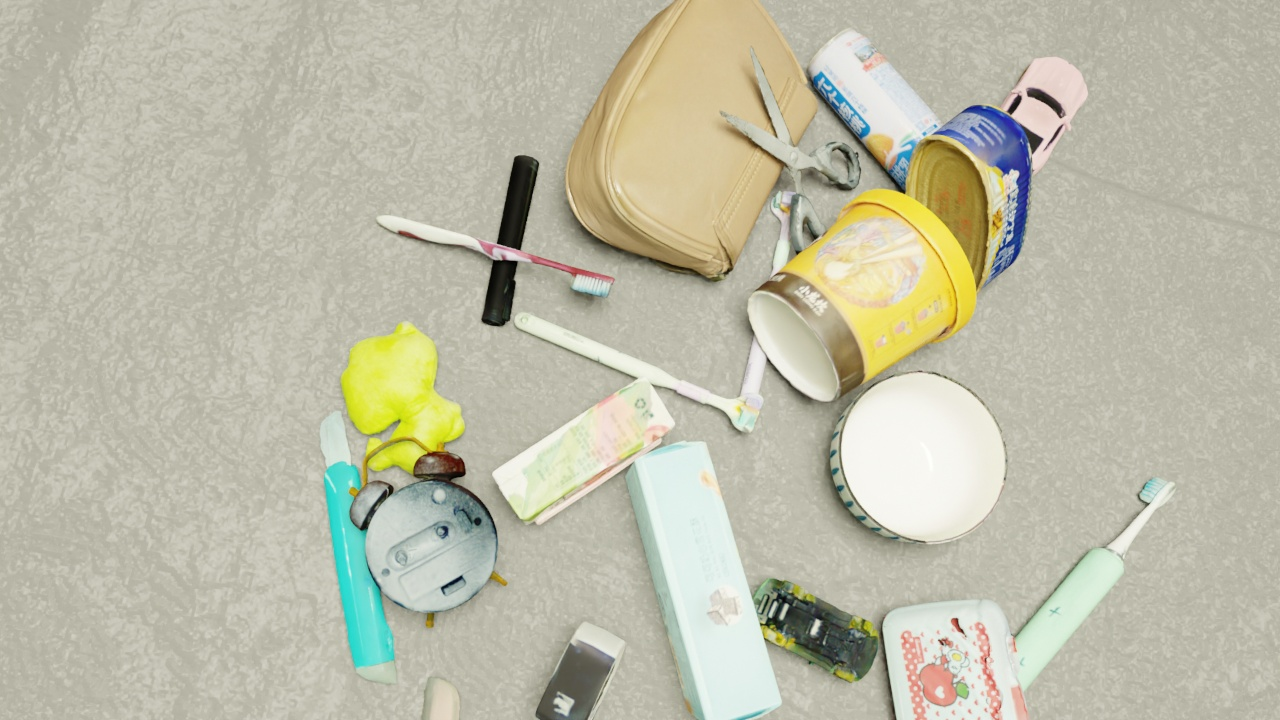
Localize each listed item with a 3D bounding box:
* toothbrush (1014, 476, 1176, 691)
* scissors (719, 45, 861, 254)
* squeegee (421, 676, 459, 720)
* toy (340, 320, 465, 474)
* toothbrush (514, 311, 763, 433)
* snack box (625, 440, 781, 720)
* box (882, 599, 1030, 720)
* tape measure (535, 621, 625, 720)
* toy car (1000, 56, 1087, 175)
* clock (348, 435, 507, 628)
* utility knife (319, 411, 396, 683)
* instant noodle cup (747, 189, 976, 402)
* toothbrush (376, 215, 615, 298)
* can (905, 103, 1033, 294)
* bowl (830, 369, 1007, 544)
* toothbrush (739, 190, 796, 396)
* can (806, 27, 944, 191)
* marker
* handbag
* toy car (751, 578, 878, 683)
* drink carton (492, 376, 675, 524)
[{"bbox_3d":[0.312,0.163,0.650,0.224,0.027,0.026,-42,128,-14],"label":"toothbrush"},{"bbox_3d":[0.114,-0.144,0.664,0.159,0.014,0.178,-29,118,-41],"label":"scissors"},{"bbox_3d":[-0.028,0.336,0.566,0.249,0.040,0.247,6,75,-5],"label":"squeegee"},{"bbox_3d":[-0.168,0.027,0.635,0.100,0.031,0.096,36,77,4],"label":"toy"},{"bbox_3d":[-0.004,0.004,0.658,0.189,0.020,0.029,22,76,6],"label":"toothbrush"},{"bbox_3d":[0.038,0.144,0.603,0.051,0.074,0.174,-14,78,-10],"label":"snack box"},{"bbox_3d":[0.214,0.258,0.590,0.087,0.046,0.201,-14,74,24],"label":"box"},{"bbox_3d":[-0.037,0.203,0.585,0.033,0.066,0.066,24,73,9],"label":"tape measure"},{"bbox_3d":[0.318,-0.198,0.739,0.056,0.037,0.122,35,74,2],"label":"toy car"},{"bbox_3d":[-0.140,0.107,0.598,0.082,0.055,0.122,-28,89,-10],"label":"clock"},{"bbox_3d":[-0.192,0.124,0.617,0.029,0.013,0.186,-11,79,-11],"label":"utility knife"},{"bbox_3d":[0.147,-0.039,0.637,0.114,0.119,0.118,-35,82,-14],"label":"instant noodle cup"},{"bbox_3d":[-0.107,-0.076,0.658,0.188,0.016,0.017,16,87,12],"label":"toothbrush"},{"bbox_3d":[0.234,-0.110,0.657,0.049,0.148,0.074,-37,50,-16],"label":"can"},{"bbox_3d":[0.186,0.070,0.641,0.116,0.066,0.116,1,76,-5],"label":"bowl"},{"bbox_3d":[0.094,-0.039,0.685,0.021,0.029,0.189,25,72,-38],"label":"toothbrush"},{"bbox_3d":[0.190,-0.193,0.716,0.053,0.053,0.134,-36,82,-13],"label":"can"},{"bbox_3d":[-0.095,-0.090,0.677,0.022,0.020,0.132,-3,71,38],"label":"marker"},{"bbox_3d":[0.037,-0.164,0.670,0.147,0.100,0.204,36,73,-23],"label":"handbag"},{"bbox_3d":[0.116,0.181,0.620,0.091,0.036,0.043,27,73,3],"label":"toy car"},{"bbox_3d":[-0.038,0.064,0.627,0.122,0.053,0.045,-33,81,-12],"label":"drink carton"}]
